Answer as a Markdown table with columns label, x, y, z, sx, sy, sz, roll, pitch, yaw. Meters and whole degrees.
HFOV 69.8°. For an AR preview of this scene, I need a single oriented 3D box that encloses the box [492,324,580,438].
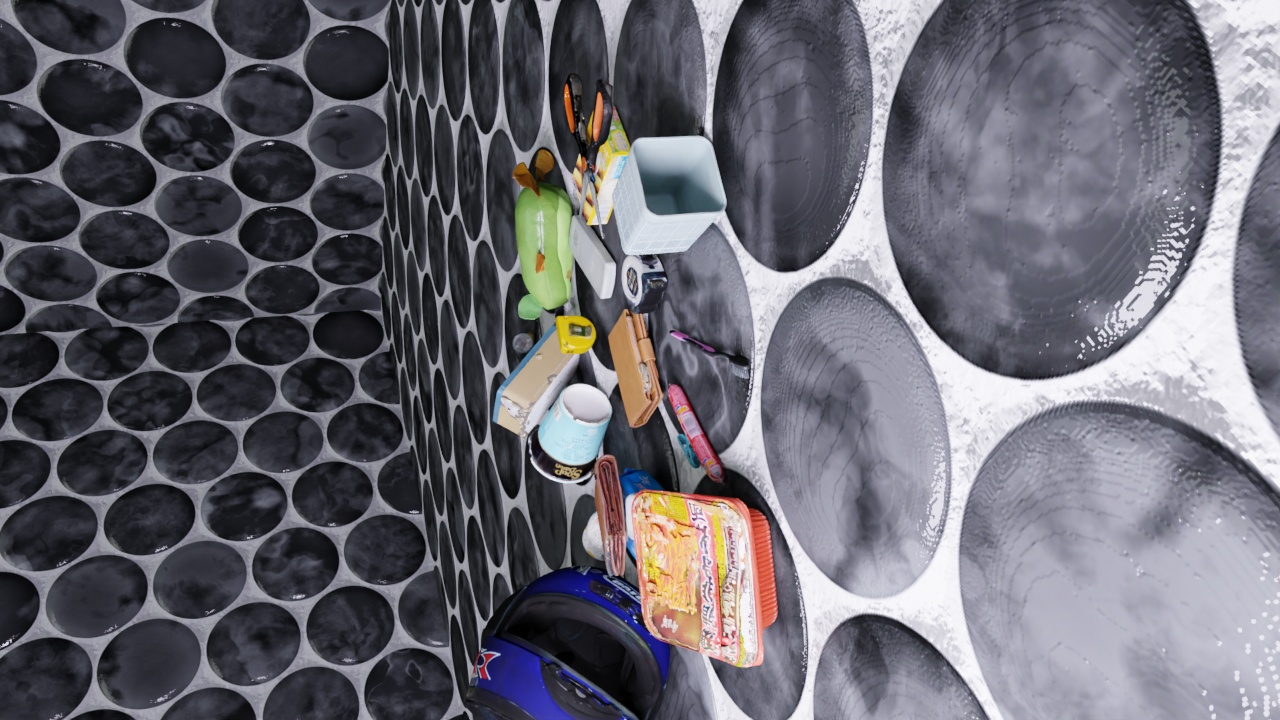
| label | x | y | z | sx | sy | sz | roll | pitch | yaw |
| --- | --- | --- | --- | --- | --- | --- | --- | --- | --- |
| box | -0.149 | 0.026 | 1.379 | 0.183 | 0.061 | 0.090 | -57 | -9 | -44 |

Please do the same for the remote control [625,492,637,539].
| label | x | y | z | sx | sy | sz | roll | pitch | yaw |
| --- | --- | --- | --- | --- | --- | --- | --- | --- | --- |
| remote control | 0.040 | 0.181 | 1.038 | 0.136 | 0.020 | 0.056 | -2 | 92 | 39 |

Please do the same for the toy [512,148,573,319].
| label | x | y | z | sx | sy | sz | roll | pitch | yaw |
| --- | --- | --- | --- | --- | --- | --- | --- | --- | --- |
| toy | -0.144 | -0.187 | 1.382 | 0.226 | 0.090 | 0.247 | -82 | -10 | -64 |

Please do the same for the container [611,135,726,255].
| label | x | y | z | sx | sy | sz | roll | pitch | yaw |
| --- | --- | --- | --- | --- | --- | --- | --- | --- | --- |
| container | 0.024 | -0.170 | 0.977 | 0.112 | 0.090 | 0.090 | 130 | 130 | -65 |

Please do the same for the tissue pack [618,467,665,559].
| label | x | y | z | sx | sy | sz | roll | pitch | yaw |
| --- | --- | --- | --- | --- | --- | --- | --- | --- | --- |
| tissue pack | 0.014 | 0.204 | 1.140 | 0.157 | 0.052 | 0.095 | -139 | 45 | -60 |

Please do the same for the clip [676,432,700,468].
| label | x | y | z | sx | sy | sz | roll | pitch | yaw |
| --- | --- | --- | --- | --- | --- | --- | --- | --- | --- |
| clip | 0.058 | 0.100 | 1.059 | 0.034 | 0.013 | 0.054 | 114 | 146 | -52 |

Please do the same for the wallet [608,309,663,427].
| label | x | y | z | sx | sy | sz | roll | pitch | yaw |
| --- | --- | --- | --- | --- | --- | --- | --- | --- | --- |
| wallet | -0.007 | 0.007 | 1.172 | 0.108 | 0.031 | 0.131 | 122 | 137 | -61 |

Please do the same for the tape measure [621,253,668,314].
| label | x | y | z | sx | sy | sz | roll | pitch | yaw |
| --- | --- | --- | --- | --- | --- | --- | --- | --- | --- |
| tape measure | 0.004 | -0.098 | 1.116 | 0.066 | 0.033 | 0.066 | 121 | 136 | -54 |

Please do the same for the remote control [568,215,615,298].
| label | x | y | z | sx | sy | sz | roll | pitch | yaw |
| --- | --- | --- | --- | --- | --- | --- | --- | --- | --- |
| remote control | -0.068 | -0.149 | 1.297 | 0.150 | 0.021 | 0.058 | -121 | 33 | -46 |

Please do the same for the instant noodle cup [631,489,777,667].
| label | x | y | z | sx | sy | sz | roll | pitch | yaw |
| --- | --- | --- | --- | --- | --- | --- | --- | --- | --- |
| instant noodle cup | 0.070 | 0.213 | 0.938 | 0.189 | 0.079 | 0.164 | -3 | 92 | 53 |

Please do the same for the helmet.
| label | x | y | z | sx | sy | sz | roll | pitch | yaw |
| --- | --- | --- | --- | --- | --- | --- | --- | --- | --- |
| helmet | -0.078 | 0.380 | 1.155 | 0.239 | 0.247 | 0.316 | -57 | -1 | -26 |

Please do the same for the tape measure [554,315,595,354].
| label | x | y | z | sx | sy | sz | roll | pitch | yaw |
| --- | --- | --- | --- | --- | --- | --- | --- | --- | --- |
| tape measure | -0.094 | -0.039 | 1.338 | 0.029 | 0.057 | 0.060 | 118 | 145 | -58 |

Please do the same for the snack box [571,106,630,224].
| label | x | y | z | sx | sy | sz | roll | pitch | yaw |
| --- | --- | --- | --- | --- | --- | --- | --- | --- | --- |
| snack box | -0.052 | -0.257 | 1.218 | 0.141 | 0.033 | 0.086 | 121 | 138 | -53 |

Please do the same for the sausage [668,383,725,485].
| label | x | y | z | sx | sy | sz | roll | pitch | yaw |
| --- | --- | --- | --- | --- | --- | --- | --- | --- | --- |
| sausage | 0.061 | 0.081 | 1.035 | 0.020 | 0.020 | 0.155 | 105 | 150 | -41 |

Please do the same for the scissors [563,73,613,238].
| label | x | y | z | sx | sy | sz | roll | pitch | yaw |
| --- | --- | --- | --- | --- | --- | --- | --- | --- | --- |
| scissors | -0.063 | -0.274 | 1.176 | 0.221 | 0.021 | 0.234 | 125 | 134 | -63 |

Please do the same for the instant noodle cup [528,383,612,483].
| label | x | y | z | sx | sy | sz | roll | pitch | yaw |
| --- | --- | --- | --- | --- | --- | --- | --- | --- | --- |
| instant noodle cup | -0.095 | 0.100 | 1.333 | 0.121 | 0.111 | 0.111 | -62 | 39 | 41 |

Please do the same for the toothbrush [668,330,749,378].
| label | x | y | z | sx | sy | sz | roll | pitch | yaw |
| --- | --- | --- | --- | --- | --- | --- | --- | --- | --- |
| toothbrush | 0.072 | -0.010 | 0.997 | 0.189 | 0.014 | 0.018 | -149 | 44 | -64 |

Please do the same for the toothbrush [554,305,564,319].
| label | x | y | z | sx | sy | sz | roll | pitch | yaw |
| --- | --- | --- | --- | --- | --- | --- | --- | --- | --- |
| toothbrush | -0.148 | -0.031 | 1.537 | 0.190 | 0.014 | 0.016 | 109 | 148 | -48 |

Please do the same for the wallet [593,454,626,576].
| label | x | y | z | sx | sy | sz | roll | pitch | yaw |
| --- | --- | --- | --- | --- | --- | --- | --- | --- | --- |
| wallet | -0.039 | 0.194 | 1.144 | 0.101 | 0.032 | 0.124 | 93 | 168 | -47 |

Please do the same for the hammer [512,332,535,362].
| label | x | y | z | sx | sy | sz | roll | pitch | yaw |
| --- | --- | --- | --- | --- | --- | --- | --- | --- | --- |
| hammer | -0.187 | -0.004 | 1.513 | 0.301 | 0.033 | 0.128 | 117 | 144 | -81 |

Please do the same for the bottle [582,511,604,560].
| label | x | y | z | sx | sy | sz | roll | pitch | yaw |
| --- | --- | --- | --- | --- | --- | --- | --- | --- | --- |
| bottle | -0.042 | 0.232 | 1.269 | 0.109 | 0.063 | 0.063 | 114 | 144 | -52 |
